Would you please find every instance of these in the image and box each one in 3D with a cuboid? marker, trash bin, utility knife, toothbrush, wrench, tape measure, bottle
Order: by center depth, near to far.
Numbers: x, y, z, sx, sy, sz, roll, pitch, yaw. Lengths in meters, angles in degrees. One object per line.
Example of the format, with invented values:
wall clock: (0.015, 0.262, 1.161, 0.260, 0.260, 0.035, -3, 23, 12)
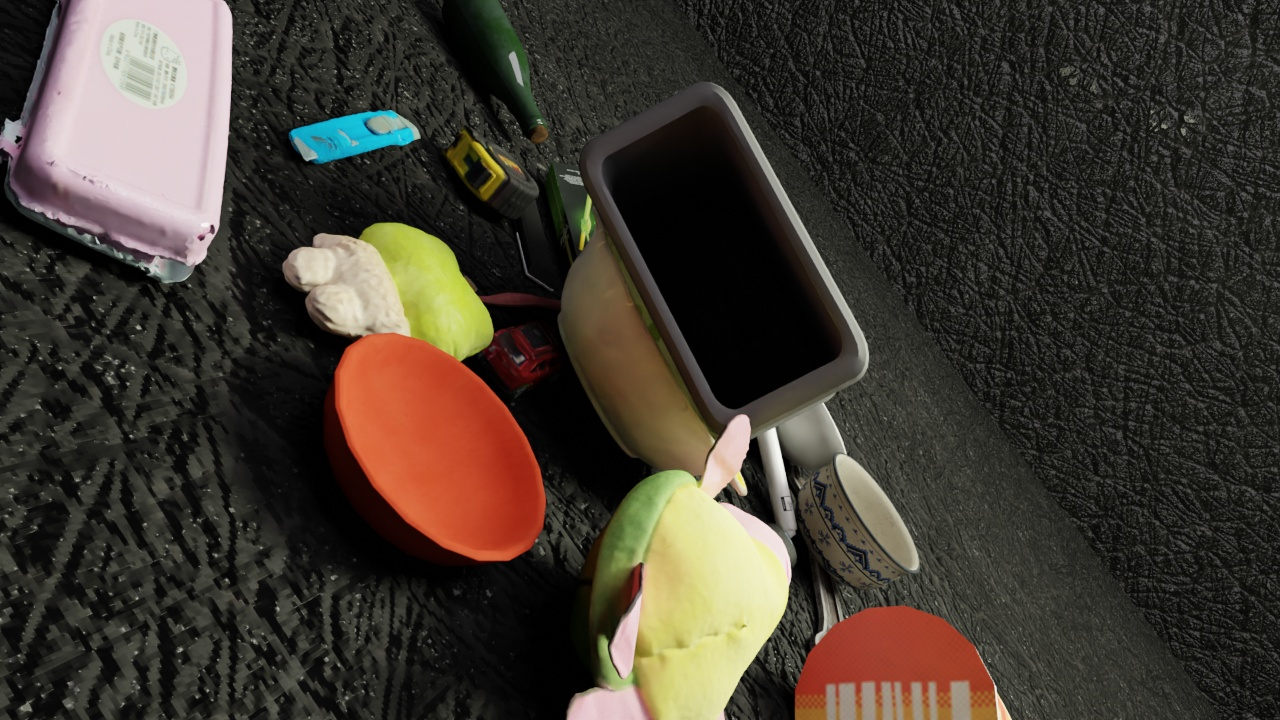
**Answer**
utility knife: (-0.181, -0.146, 0.593, 0.031, 0.015, 0.158, 44, 23, -8)
trash bin: (0.058, -0.046, 0.610, 0.191, 0.097, 0.220, 63, 4, 9)
toothbrush: (-0.084, -0.042, 0.627, 0.015, 0.016, 0.184, 51, 18, 16)
tape measure: (-0.110, -0.136, 0.695, 0.062, 0.038, 0.067, 54, 16, 28)
wrench: (0.153, 0.175, 0.772, 0.070, 0.010, 0.272, 44, 22, -19)
marker: (0.112, 0.084, 0.776, 0.020, 0.017, 0.133, 3, 67, -33)
bottle: (-0.128, -0.270, 0.849, 0.055, 0.055, 0.174, 12, 46, -59)

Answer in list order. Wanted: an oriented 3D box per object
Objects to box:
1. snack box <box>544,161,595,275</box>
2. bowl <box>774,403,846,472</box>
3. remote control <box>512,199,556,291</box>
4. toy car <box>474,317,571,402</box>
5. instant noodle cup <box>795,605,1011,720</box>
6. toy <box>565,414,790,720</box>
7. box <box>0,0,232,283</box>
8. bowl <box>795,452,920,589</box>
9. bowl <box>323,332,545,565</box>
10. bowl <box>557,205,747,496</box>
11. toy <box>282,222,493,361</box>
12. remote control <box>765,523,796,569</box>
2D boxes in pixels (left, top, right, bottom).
snack box: (-0.030, -0.112, 0.785, 0.080, 0.025, 0.147, 6, 42, -22)
bowl: (0.131, 0.048, 0.851, 0.149, 0.043, 0.149, 59, -5, 7)
remote control: (-0.087, -0.104, 0.722, 0.028, 0.012, 0.124, 32, 28, -41)
toy car: (-0.070, -0.005, 0.571, 0.042, 0.036, 0.091, 54, 15, 4)
instant noodle cup: (0.182, 0.238, 0.595, 0.121, 0.123, 0.123, 41, 22, -45)
toy: (0.024, 0.123, 0.470, 0.237, 0.088, 0.190, -12, 101, -67)
box: (-0.233, -0.120, 0.418, 0.086, 0.045, 0.202, 25, 34, -40)
bowl: (0.175, 0.141, 0.772, 0.115, 0.059, 0.115, 43, 23, -23)
bowl: (-0.099, 0.046, 0.423, 0.122, 0.035, 0.121, 43, 23, -23)
bowl: (-0.004, 0.004, 0.615, 0.219, 0.060, 0.188, 63, 6, 15)
toy: (-0.130, -0.036, 0.479, 0.115, 0.046, 0.092, -4, 57, -57)
remote control: (0.075, 0.140, 0.654, 0.151, 0.020, 0.041, 5, 50, -60)
